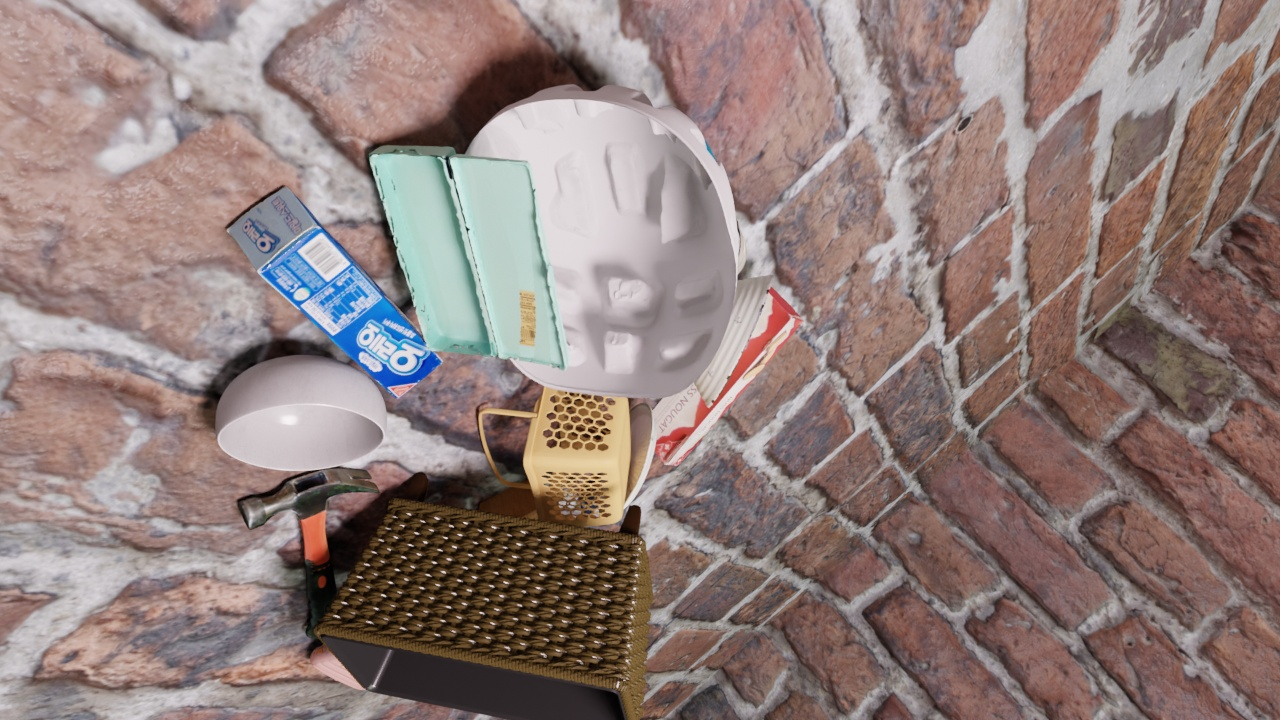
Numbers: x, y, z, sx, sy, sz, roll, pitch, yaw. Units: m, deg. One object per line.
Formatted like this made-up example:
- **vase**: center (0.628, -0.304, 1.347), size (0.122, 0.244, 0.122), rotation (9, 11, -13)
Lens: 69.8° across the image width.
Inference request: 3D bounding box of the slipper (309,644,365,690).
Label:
- **slipper**: center (-0.344, 0.356, 1.156), size (0.093, 0.081, 0.198), rotation (34, 139, -21)

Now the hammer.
- **hammer**: center (-0.359, 0.228, 1.022), size (0.132, 0.033, 0.334), rotation (-22, 149, -31)

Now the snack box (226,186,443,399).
- **snack box**: center (-0.237, -0.046, 0.742), size (0.059, 0.059, 0.226), rotation (-41, 153, -7)

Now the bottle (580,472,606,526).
- **bottle**: center (-0.034, 0.168, 1.296), size (0.056, 0.056, 0.161), rotation (-10, 141, -43)

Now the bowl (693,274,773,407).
- **bowl**: center (0.090, -0.037, 1.105), size (0.177, 0.071, 0.177), rotation (79, 36, -90)

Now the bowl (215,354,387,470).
- **bowl**: center (-0.285, 0.038, 0.777), size (0.132, 0.064, 0.132), rotation (-8, 152, -5)

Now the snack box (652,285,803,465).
- **snack box**: center (0.103, 0.022, 1.233), size (0.044, 0.076, 0.273), rotation (11, 125, -52)

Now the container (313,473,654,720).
- **container**: center (-0.142, 0.259, 0.998), size (0.177, 0.321, 0.204), rotation (83, 18, -51)

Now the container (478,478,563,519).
- **container**: center (-0.159, 0.202, 1.195), size (0.113, 0.063, 0.061), rotation (-25, 141, -25)

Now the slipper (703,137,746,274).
- **slipper**: center (0.066, -0.127, 0.934), size (0.060, 0.118, 0.295), rotation (-25, 154, -13)

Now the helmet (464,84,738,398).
- **helmet**: center (-0.032, -0.105, 0.751), size (0.224, 0.183, 0.282), rotation (-4, 148, 13)

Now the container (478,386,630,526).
- **container**: center (-0.100, 0.106, 1.073), size (0.167, 0.129, 0.184), rotation (5, 146, 5)

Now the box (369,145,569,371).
- **box**: center (-0.128, -0.077, 0.716), size (0.033, 0.136, 0.187), rotation (-67, 158, -47)

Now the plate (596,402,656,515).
- **plate**: center (-0.017, 0.129, 1.181), size (0.014, 0.156, 0.157), rotation (22, 121, -17)
